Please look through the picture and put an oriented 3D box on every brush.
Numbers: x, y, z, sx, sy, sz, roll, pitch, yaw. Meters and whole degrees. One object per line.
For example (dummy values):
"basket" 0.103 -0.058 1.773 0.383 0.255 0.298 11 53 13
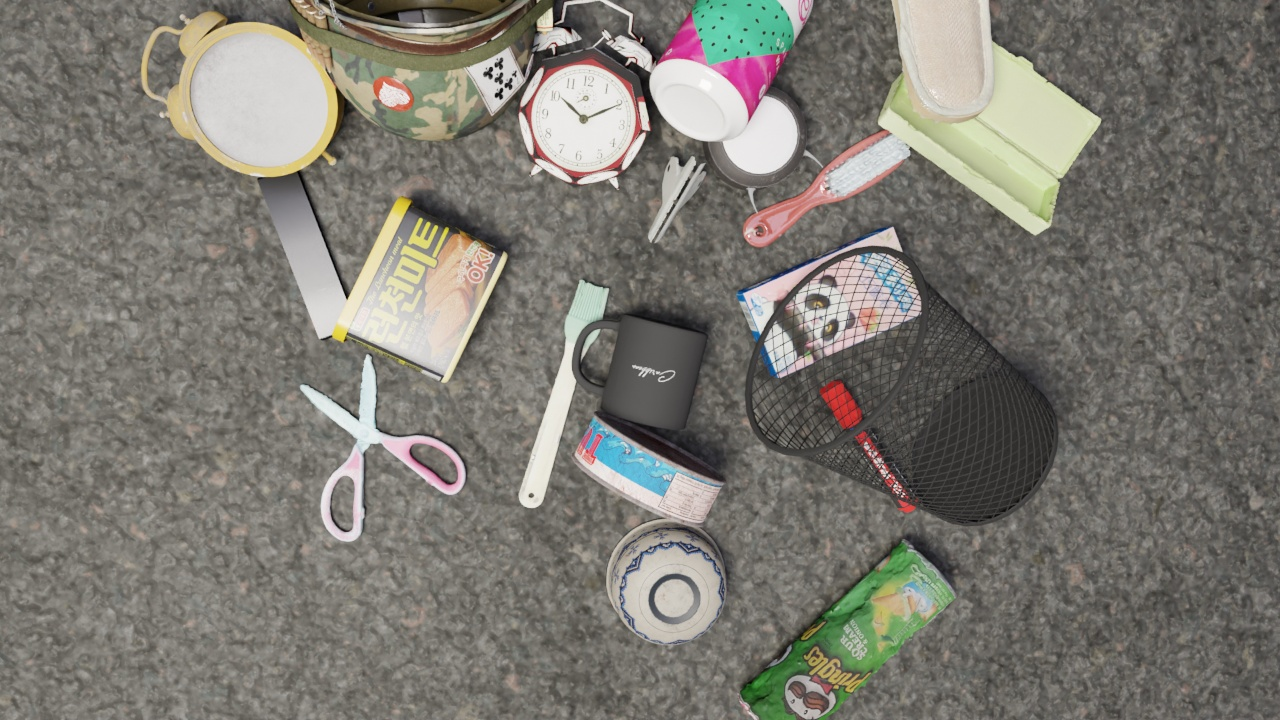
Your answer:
"brush" -0.073 0.034 0.844 0.033 0.012 0.218 17 95 -7
"brush" 0.171 -0.157 0.838 0.172 0.030 0.041 -32 98 -1

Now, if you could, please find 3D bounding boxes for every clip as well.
"clip" 0.038 -0.152 0.816 0.041 0.102 0.054 24 49 -10

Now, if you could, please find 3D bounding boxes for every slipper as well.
"slipper" 0.261 -0.343 0.798 0.114 0.054 0.272 -7 88 -17

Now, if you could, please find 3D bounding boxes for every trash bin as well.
"trash bin" 0.228 0.035 0.776 0.210 0.184 0.184 30 92 -28

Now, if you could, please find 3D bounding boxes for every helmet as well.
"helmet" -0.163 -0.282 0.686 0.192 0.224 0.237 -13 118 -16

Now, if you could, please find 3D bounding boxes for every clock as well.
"clock" -0.323 -0.221 0.755 0.158 0.081 0.117 16 105 -16
"clock" 0.100 -0.203 0.819 0.091 0.044 0.123 -35 98 -1
"clock" -0.046 -0.231 0.789 0.114 0.065 0.155 8 110 -6

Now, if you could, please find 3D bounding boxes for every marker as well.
"marker" 0.219 0.083 0.872 0.021 0.024 0.145 -42 100 -38

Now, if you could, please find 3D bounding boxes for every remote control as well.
"remote control" -0.292 -0.093 0.807 0.034 0.013 0.150 -20 98 -7

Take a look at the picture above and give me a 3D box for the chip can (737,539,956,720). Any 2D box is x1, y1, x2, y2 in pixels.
"chip can" 0.196 0.268 0.864 0.223 0.075 0.075 -44 98 0

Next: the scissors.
"scissors" -0.249 0.089 0.832 0.170 0.014 0.168 38 91 -9

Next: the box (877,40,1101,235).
"box" 0.317 -0.216 0.842 0.187 0.048 0.140 31 81 -8

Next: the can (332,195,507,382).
"can" -0.187 -0.058 0.787 0.101 0.072 0.130 26 87 -13

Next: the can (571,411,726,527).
"can" 0.007 0.093 0.798 0.130 0.130 0.044 27 92 -8

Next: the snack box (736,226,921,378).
"snack box" 0.176 -0.054 0.848 0.154 0.033 0.088 -24 99 -3

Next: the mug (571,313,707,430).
"mug" -0.005 0.005 0.816 0.113 0.078 0.088 14 94 3

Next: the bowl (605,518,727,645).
"bowl" 0.027 0.210 0.848 0.115 0.059 0.115 -1 96 -6

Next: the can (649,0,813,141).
"can" 0.079 -0.268 0.767 0.088 0.088 0.165 32 70 -8
